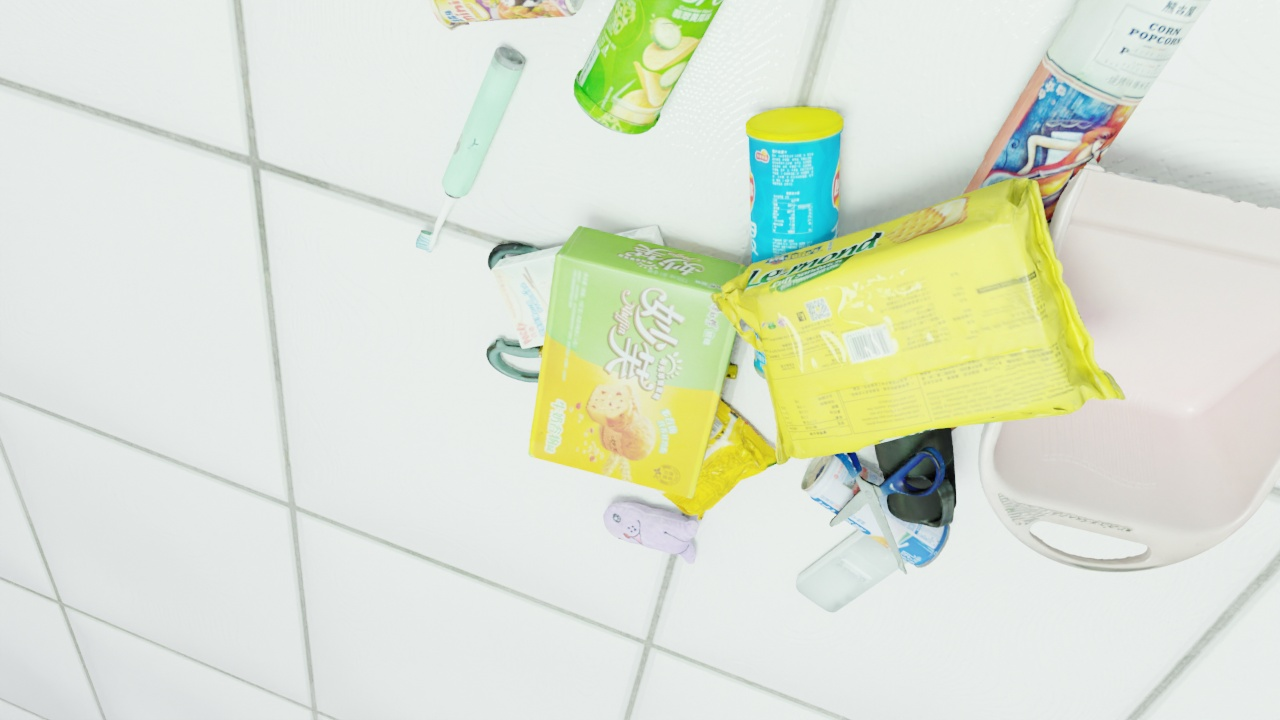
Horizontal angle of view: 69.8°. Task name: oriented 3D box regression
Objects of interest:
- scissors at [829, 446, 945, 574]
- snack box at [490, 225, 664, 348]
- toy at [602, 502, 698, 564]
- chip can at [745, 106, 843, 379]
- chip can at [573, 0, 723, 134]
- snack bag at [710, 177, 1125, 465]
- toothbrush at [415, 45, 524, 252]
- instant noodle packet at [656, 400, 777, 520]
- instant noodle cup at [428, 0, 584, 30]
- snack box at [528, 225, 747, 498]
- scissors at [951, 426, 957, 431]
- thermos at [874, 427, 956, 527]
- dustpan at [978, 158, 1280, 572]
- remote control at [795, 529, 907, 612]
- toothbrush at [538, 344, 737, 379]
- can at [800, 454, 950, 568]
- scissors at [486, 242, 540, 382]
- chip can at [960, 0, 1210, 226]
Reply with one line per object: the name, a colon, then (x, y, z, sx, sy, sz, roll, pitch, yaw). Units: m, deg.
scissors: (0.197, 0.103, 0.774, 0.163, 0.012, 0.173, -23, 92, 59)
snack box: (-0.048, -0.064, 0.826, 0.157, 0.026, 0.085, -9, 117, 19)
toy: (0.011, 0.182, 0.987, 0.108, 0.038, 0.084, 11, 138, 13)
chip can: (0.121, -0.086, 0.723, 0.071, 0.071, 0.210, 6, 123, 18)
chip can: (0.024, -0.261, 0.643, 0.072, 0.072, 0.222, 33, 129, -3)
snack bag: (0.180, -0.017, 0.638, 0.247, 0.068, 0.158, -17, 101, 33)
toothbrush: (-0.154, -0.175, 0.806, 0.027, 0.026, 0.225, 19, 132, -19)
instant noodle packet: (0.059, 0.092, 0.900, 0.111, 0.044, 0.129, 40, 128, -10)
instant noodle cup: (-0.091, -0.293, 0.653, 0.099, 0.111, 0.112, 6, 126, 7)
snack box: (-0.005, 0.005, 0.798, 0.158, 0.069, 0.210, 14, 121, 5)
scissors: (0.307, 0.029, 0.773, 0.189, 0.015, 0.227, 45, 128, -12)
thermos: (0.222, 0.023, 0.744, 0.068, 0.090, 0.243, -20, 114, -8)
dustpan: (0.365, 0.027, 0.640, 0.222, 0.138, 0.274, 12, 142, 5)
remote control: (0.217, 0.211, 0.936, 0.056, 0.020, 0.136, 35, 129, -4)
toothbrush: (-0.004, 0.002, 0.864, 0.190, 0.016, 0.016, 7, 128, 9)
can: (0.219, 0.137, 0.861, 0.134, 0.053, 0.053, 33, 129, -3)
scissors: (-0.092, -0.047, 0.878, 0.171, 0.019, 0.181, -9, 119, 27)
chip can: (0.283, -0.161, 0.611, 0.071, 0.071, 0.215, 25, 130, 4)
